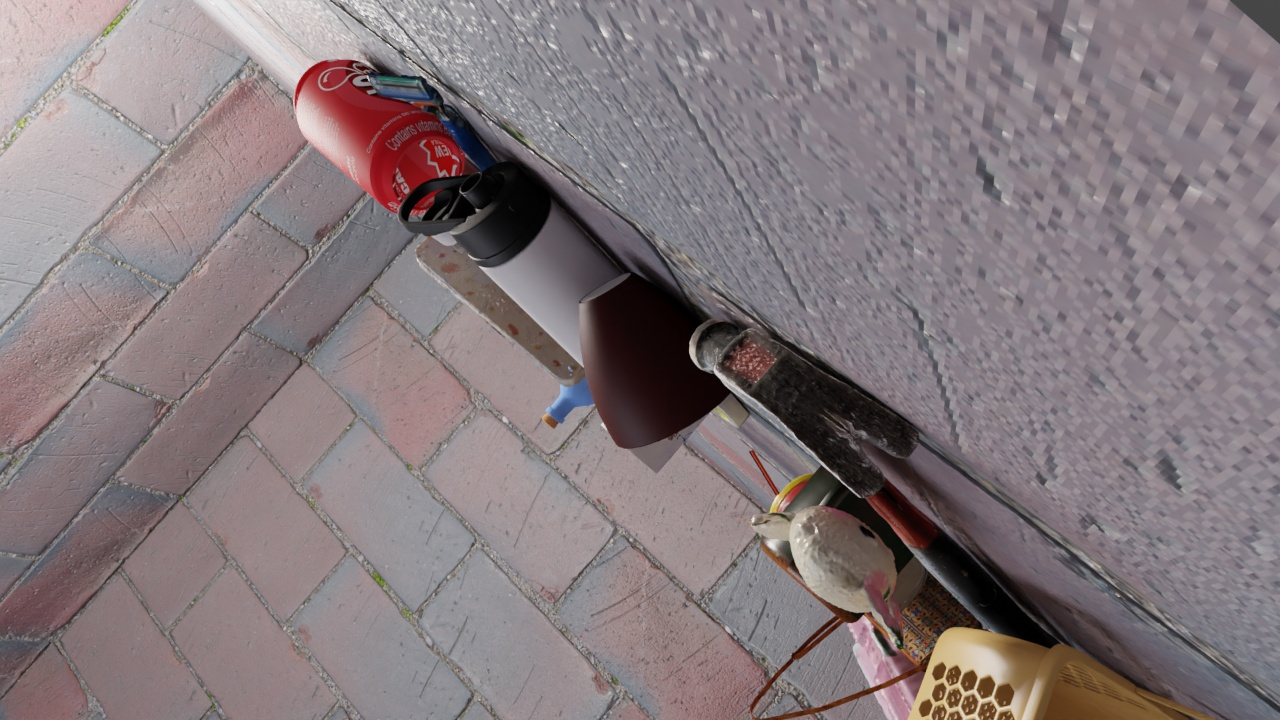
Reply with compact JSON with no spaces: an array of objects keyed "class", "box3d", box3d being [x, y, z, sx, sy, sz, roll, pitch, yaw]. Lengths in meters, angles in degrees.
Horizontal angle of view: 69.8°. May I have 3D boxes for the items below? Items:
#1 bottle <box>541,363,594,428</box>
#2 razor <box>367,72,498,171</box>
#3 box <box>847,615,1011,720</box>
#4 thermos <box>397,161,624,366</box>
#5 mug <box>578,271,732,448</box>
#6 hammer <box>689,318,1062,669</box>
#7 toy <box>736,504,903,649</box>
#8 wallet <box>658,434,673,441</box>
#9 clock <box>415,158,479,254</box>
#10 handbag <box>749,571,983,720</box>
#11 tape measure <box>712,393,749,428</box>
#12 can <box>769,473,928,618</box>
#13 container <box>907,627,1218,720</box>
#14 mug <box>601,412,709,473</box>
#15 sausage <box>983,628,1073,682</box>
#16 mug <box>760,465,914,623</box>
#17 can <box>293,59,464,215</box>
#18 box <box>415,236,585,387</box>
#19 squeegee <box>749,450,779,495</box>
[{"class":"bottle","box3d":[-0.053,0.017,0.953,0.048,0.131,0.048,41,177,3]},{"class":"razor","box3d":[-0.115,-0.143,0.586,0.044,0.018,0.141,12,166,25]},{"class":"box","box3d":[0.231,0.284,0.792,0.099,0.107,0.232,8,-161,-10]},{"class":"thermos","box3d":[-0.053,-0.041,0.634,0.101,0.068,0.230,-6,142,40]},{"class":"mug","box3d":[0.003,-0.011,0.574,0.088,0.087,0.113,60,-160,-13]},{"class":"hammer","box3d":[0.158,0.098,0.502,0.326,0.036,0.140,43,178,-30]},{"class":"toy","box3d":[0.105,0.106,0.491,0.112,0.050,0.087,47,-176,38]},{"class":"wallet","box3d":[-0.005,0.005,0.769,0.121,0.027,0.098,43,-143,-53]},{"class":"clock","box3d":[-0.160,-0.137,0.784,0.110,0.062,0.157,41,176,13]},{"class":"handbag","box3d":[0.175,0.239,0.730,0.093,0.195,0.043,41,157,60]},{"class":"tape measure","box3d":[0.063,0.030,0.802,0.065,0.016,0.064,39,176,34]},{"class":"can","box3d":[0.167,0.149,0.745,0.066,0.066,0.124,44,176,-40]},{"class":"container","box3d":[0.205,0.244,0.457,0.129,0.183,0.167,32,170,-19]},{"class":"mug","box3d":[0.008,0.052,1.007,0.119,0.096,0.083,44,176,-39]},{"class":"sausage","box3d":[0.303,0.247,0.738,0.040,0.040,0.155,41,178,1]},{"class":"mug","box3d":[0.129,0.113,0.598,0.085,0.081,0.111,39,176,33]},{"class":"can","box3d":[-0.192,-0.165,0.670,0.142,0.074,0.074,39,176,34]},{"class":"box","box3d":[-0.104,-0.058,0.887,0.217,0.095,0.115,40,180,20]},{"class":"squeegee","box3d":[0.214,0.205,1.029,0.249,0.055,0.185,58,177,1]}]
